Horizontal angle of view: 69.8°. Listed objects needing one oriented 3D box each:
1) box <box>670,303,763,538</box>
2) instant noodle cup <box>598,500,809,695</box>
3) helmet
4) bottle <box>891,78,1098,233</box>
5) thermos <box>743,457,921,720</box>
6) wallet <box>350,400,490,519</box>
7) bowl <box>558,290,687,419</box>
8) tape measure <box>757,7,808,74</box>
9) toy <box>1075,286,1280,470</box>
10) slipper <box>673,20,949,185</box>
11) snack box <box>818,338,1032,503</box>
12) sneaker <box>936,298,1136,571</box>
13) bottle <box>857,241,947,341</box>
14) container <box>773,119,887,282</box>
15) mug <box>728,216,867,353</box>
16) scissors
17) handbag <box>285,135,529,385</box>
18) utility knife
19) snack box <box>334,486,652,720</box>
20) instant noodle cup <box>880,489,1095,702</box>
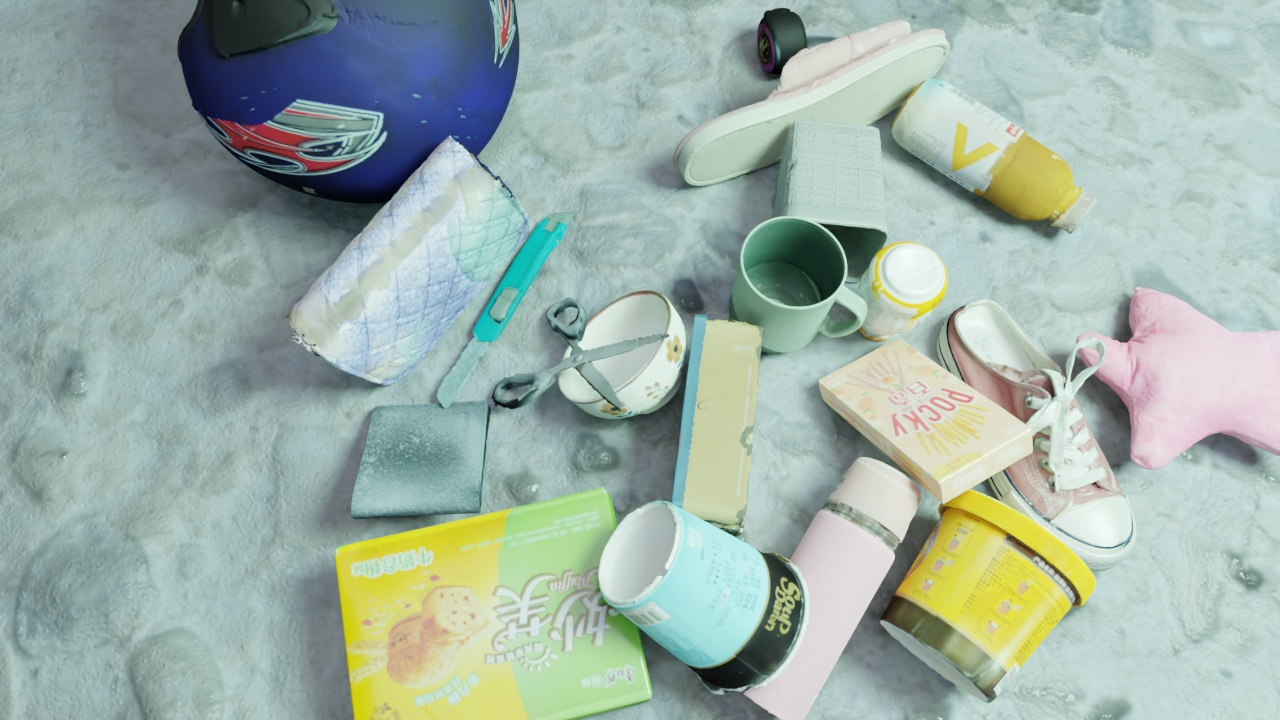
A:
[{"bbox_3d":[0.060,0.049,0.730,0.060,0.090,0.184,5,66,2],"label":"box"},{"bbox_3d":[0.038,0.158,0.641,0.120,0.111,0.111,39,68,-27],"label":"instant noodle cup"},{"bbox_3d":[-0.261,-0.259,0.769,0.316,0.247,0.240,16,91,18],"label":"helmet"},{"bbox_3d":[0.322,-0.183,0.835,0.189,0.068,0.068,37,72,12],"label":"bottle"},{"bbox_3d":[0.139,0.170,0.692,0.067,0.087,0.198,30,78,11],"label":"thermos"},{"bbox_3d":[-0.171,0.076,0.728,0.097,0.019,0.120,-2,40,-3],"label":"wallet"},{"bbox_3d":[-0.004,0.004,0.749,0.062,0.114,0.113,44,68,-32],"label":"bowl"},{"bbox_3d":[0.138,-0.308,0.887,0.039,0.057,0.057,-13,61,-7],"label":"tape measure"},{"bbox_3d":[0.464,0.006,0.763,0.194,0.075,0.178,-5,58,-7],"label":"toy"},{"bbox_3d":[0.151,-0.238,0.834,0.274,0.114,0.054,-25,72,-4],"label":"slipper"},{"bbox_3d":[0.219,0.042,0.723,0.084,0.026,0.157,-27,35,-11],"label":"snack box"},{"bbox_3d":[0.320,0.050,0.733,0.118,0.088,0.241,-19,69,-8],"label":"sneaker"},{"bbox_3d":[0.210,-0.052,0.760,0.063,0.108,0.063,1,69,-2],"label":"bottle"},{"bbox_3d":[0.164,-0.142,0.808,0.090,0.090,0.114,6,65,1],"label":"container"},{"bbox_3d":[0.130,-0.052,0.759,0.112,0.106,0.082,25,69,9],"label":"mug"},{"bbox_3d":[-0.054,0.001,0.737,0.159,0.014,0.181,-37,35,10],"label":"scissors"},{"bbox_3d":[-0.181,-0.075,0.734,0.075,0.134,0.194,40,87,11],"label":"handbag"},{"bbox_3d":[-0.118,-0.050,0.801,0.029,0.013,0.216,22,68,14],"label":"utility knife"},{"bbox_3d":[-0.108,0.196,0.679,0.210,0.070,0.157,-12,69,-5],"label":"snack box"},{"bbox_3d":[0.247,0.175,0.673,0.118,0.118,0.114,37,79,12],"label":"instant noodle cup"}]
